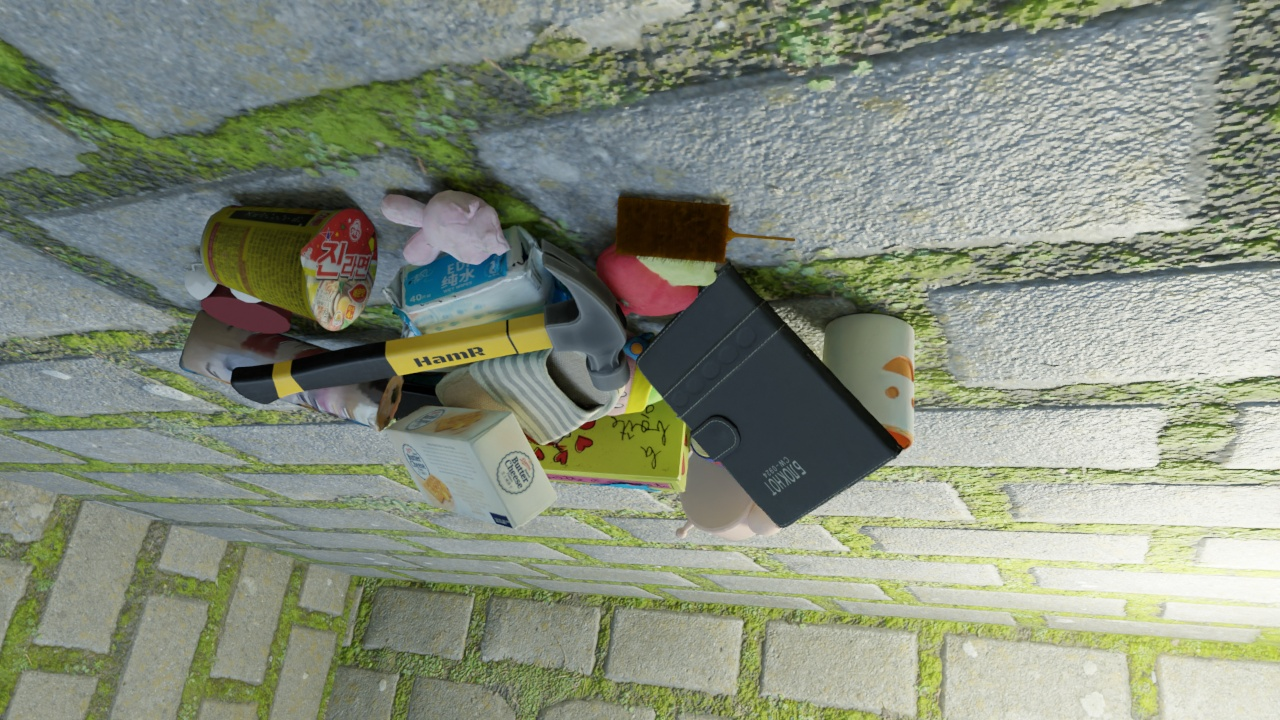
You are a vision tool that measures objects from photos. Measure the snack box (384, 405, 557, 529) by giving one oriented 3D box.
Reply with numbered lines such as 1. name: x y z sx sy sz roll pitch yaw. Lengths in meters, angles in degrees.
1. snack box: -0.180 0.105 0.949 0.208 0.057 0.104 -1 119 53

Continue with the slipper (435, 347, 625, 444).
1. slipper: -0.122 0.034 0.911 0.114 0.053 0.273 46 144 -23

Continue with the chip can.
1. chip can: -0.379 0.011 0.997 0.229 0.079 0.080 17 159 1

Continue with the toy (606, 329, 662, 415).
1. toy: -0.006 0.005 0.919 0.131 0.096 0.124 19 129 1

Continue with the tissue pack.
1. tissue pack: -0.134 -0.054 0.764 0.144 0.061 0.093 -18 145 11

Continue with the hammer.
1. hammer: -0.173 -0.009 0.739 0.324 0.034 0.170 -10 145 5

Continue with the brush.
1. brush: 0.044 -0.092 0.668 0.126 0.048 0.017 6 -159 7

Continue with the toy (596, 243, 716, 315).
1. toy: 0.004 -0.067 0.742 0.091 0.045 0.135 24 148 -31

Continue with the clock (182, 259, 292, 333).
1. clock: -0.381 -0.066 0.887 0.087 0.044 0.124 4 158 11

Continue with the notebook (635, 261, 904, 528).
1. notebook: 0.100 0.038 0.797 0.209 0.029 0.170 49 137 6

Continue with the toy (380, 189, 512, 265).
1. toy: -0.147 -0.103 0.704 0.110 0.047 0.063 2 137 27

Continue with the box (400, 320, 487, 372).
1. box: -0.193 -0.023 0.924 0.118 0.063 0.214 12 158 -18

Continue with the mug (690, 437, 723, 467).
1. mug: 0.121 0.092 1.047 0.076 0.075 0.112 28 171 -42

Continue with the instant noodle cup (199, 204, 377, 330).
1. instant noodle cup: -0.290 -0.084 0.755 0.112 0.100 0.100 12 160 13

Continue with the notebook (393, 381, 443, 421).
1. notebook: -0.229 0.064 1.158 0.231 0.019 0.170 12 162 -25

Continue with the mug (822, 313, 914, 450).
1. mug: 0.201 0.022 0.815 0.082 0.105 0.082 7 159 3

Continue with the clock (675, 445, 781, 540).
1. clock: 0.109 0.154 1.149 0.161 0.131 0.086 -8 154 36

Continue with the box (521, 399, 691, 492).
1. box: -0.053 0.077 1.030 0.221 0.124 0.079 4 161 15

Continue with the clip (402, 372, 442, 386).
1. clip: -0.298 0.013 1.086 0.120 0.033 0.119 8 162 -2
